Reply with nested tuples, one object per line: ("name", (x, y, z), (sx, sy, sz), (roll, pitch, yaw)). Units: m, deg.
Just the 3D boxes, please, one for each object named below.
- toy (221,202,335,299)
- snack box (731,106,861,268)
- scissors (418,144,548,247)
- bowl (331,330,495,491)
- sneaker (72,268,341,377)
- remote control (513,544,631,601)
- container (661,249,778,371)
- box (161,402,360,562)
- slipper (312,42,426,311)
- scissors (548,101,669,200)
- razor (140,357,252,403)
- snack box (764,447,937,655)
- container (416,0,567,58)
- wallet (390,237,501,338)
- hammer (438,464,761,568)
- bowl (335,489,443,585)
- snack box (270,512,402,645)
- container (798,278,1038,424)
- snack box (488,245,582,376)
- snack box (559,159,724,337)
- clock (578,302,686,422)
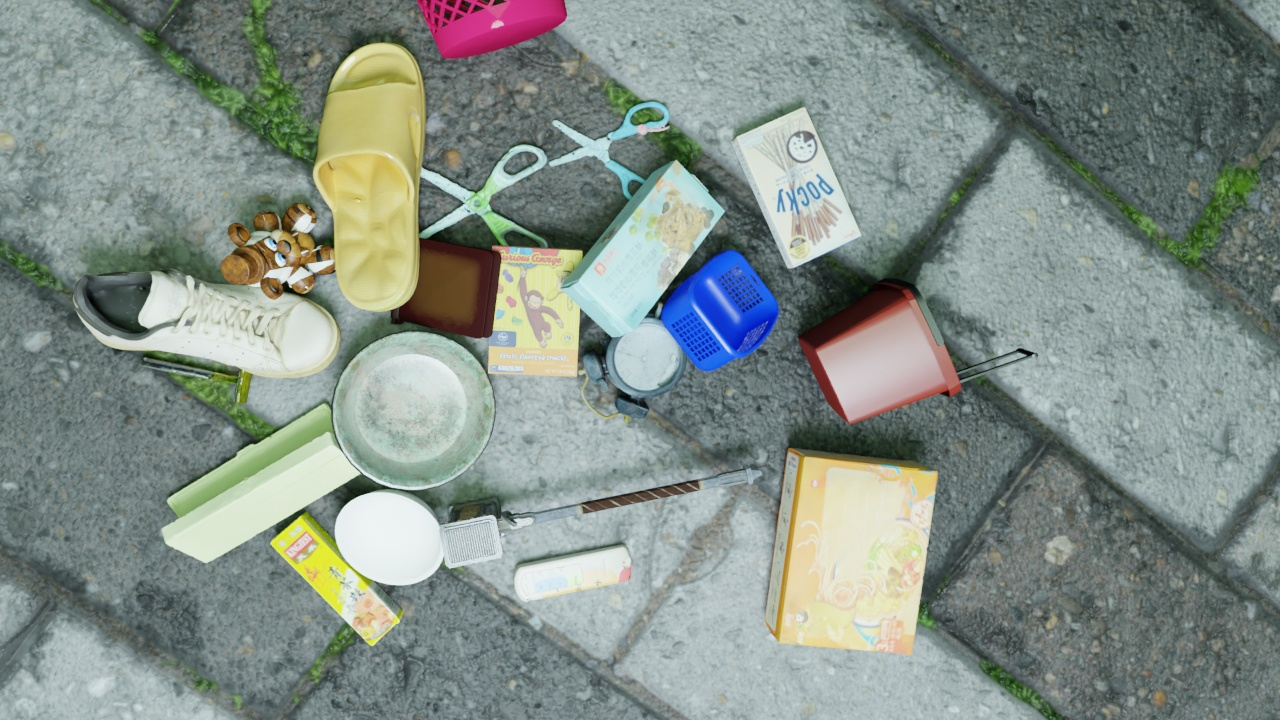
("toy", (-0.347, -0.100, 0.873), (0.067, 0.112, 0.087), (-25, 100, 17))
("snack box", (0.164, -0.180, 0.965), (0.082, 0.026, 0.150), (-26, 95, -5))
("scissors", (-0.164, -0.165, 0.937), (0.171, 0.023, 0.168), (31, 95, -10))
("bowl", (-0.226, 0.049, 0.916), (0.157, 0.039, 0.157), (0, 92, -19))
("sneaker", (-0.408, -0.046, 0.860), (0.241, 0.102, 0.088), (7, 70, -3))
("remote control", (-0.071, 0.224, 0.967), (0.125, 0.018, 0.038), (-9, 94, -8))
("container", (0.078, -0.048, 0.924), (0.096, 0.058, 0.114), (52, 43, -7))
("box", (-0.371, 0.128, 0.911), (0.188, 0.089, 0.078), (-32, 127, -5))
("slipper", (-0.264, -0.179, 0.880), (0.099, 0.078, 0.263), (-2, 89, 12))
("scissors", (-0.025, -0.209, 0.951), (0.136, 0.015, 0.125), (-21, 94, 1))
("razor", (-0.441, 0.012, 0.911), (0.106, 0.026, 0.042), (12, 94, -3))
("snack box", (0.218, 0.197, 0.965), (0.145, 0.080, 0.195), (7, 93, -7))
("container", (-0.163, -0.412, 0.850), (0.183, 0.183, 0.226), (-19, 103, -5))
("wallet", (-0.196, -0.072, 0.910), (0.116, 0.018, 0.091), (12, 100, 22))
("hammer", (-0.035, 0.144, 0.925), (0.322, 0.098, 0.044), (-11, 94, -6))
("bowl", (-0.246, 0.169, 0.925), (0.110, 0.040, 0.110), (2, 115, 4))
("snack box", (-0.307, 0.222, 0.934), (0.040, 0.029, 0.148), (-42, 97, -3))
("container", (0.276, -0.021, 0.927), (0.201, 0.148, 0.127), (-25, 97, 5))
("snack box", (-0.107, -0.051, 0.928), (0.088, 0.040, 0.126), (2, 99, -7))
("snack box", (0.003, -0.111, 0.908), (0.075, 0.053, 0.174), (43, 68, -17))
("clock", (-0.006, 0.006, 0.946), (0.129, 0.052, 0.090), (-44, 97, 2))
